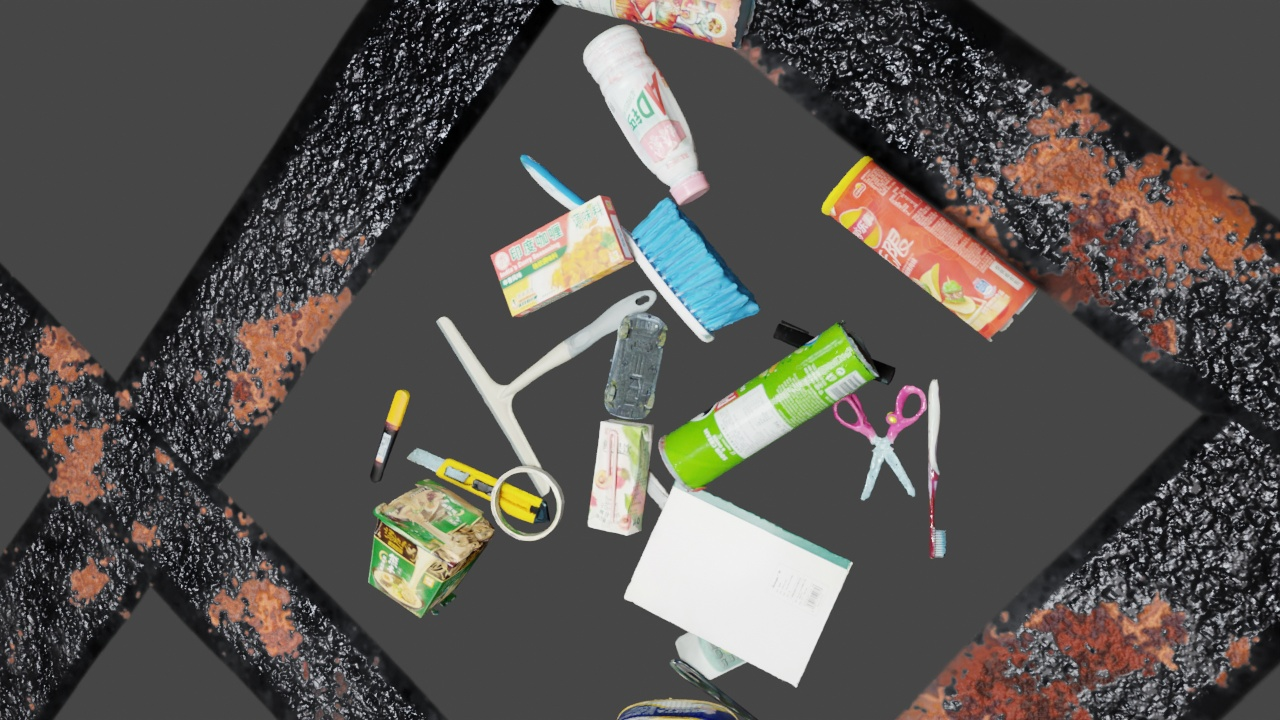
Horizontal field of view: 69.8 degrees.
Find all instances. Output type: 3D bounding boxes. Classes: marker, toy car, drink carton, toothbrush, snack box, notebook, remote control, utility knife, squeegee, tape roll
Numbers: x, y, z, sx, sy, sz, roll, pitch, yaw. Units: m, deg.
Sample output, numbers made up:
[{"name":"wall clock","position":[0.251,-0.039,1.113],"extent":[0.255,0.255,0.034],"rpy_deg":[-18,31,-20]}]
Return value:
[{"name":"marker","position":[-0.307,0.093,1.122],"extent":[0.018,0.015,0.124],"rpy_deg":[24,101,15]},{"name":"toy car","position":[-0.006,0.006,1.018],"extent":[0.054,0.037,0.121],"rpy_deg":[10,99,-10]},{"name":"marker","position":[0.205,-0.009,0.973],"extent":[0.132,0.020,0.022],"rpy_deg":[23,88,14]},{"name":"drink carton","position":[-0.022,0.129,1.021],"extent":[0.054,0.045,0.122],"rpy_deg":[9,95,23]},{"name":"toothbrush","position":[0.308,0.113,0.951],"extent":[0.017,0.016,0.187],"rpy_deg":[0,92,7]},{"name":"snack box","position":[-0.252,0.223,1.067],"extent":[0.117,0.118,0.106],"rpy_deg":[31,110,12]},{"name":"notebook","position":[0.103,0.238,0.995],"extent":[0.209,0.012,0.150],"rpy_deg":[24,95,15]},{"name":"remote control","position":[0.106,0.305,1.012],"extent":[0.135,0.019,0.056],"rpy_deg":[-31,84,14]},{"name":"utility knife","position":[-0.194,0.148,1.091],"extent":[0.197,0.015,0.033],"rpy_deg":[21,98,14]},{"name":"snack box","position":[-0.088,-0.113,1.013],"extent":[0.156,0.027,0.077],"rpy_deg":[-24,82,26]},{"name":"squeegee","position":[-0.086,-0.008,1.043],"extent":[0.247,0.039,0.246],"rpy_deg":[-33,84,14]},{"name":"tape roll","position":[-0.131,0.164,1.059],"extent":[0.086,0.014,0.086],"rpy_deg":[2,96,14]},{"name":"toothbrush","position":[0.107,0.384,1.005],"extent":[0.181,0.018,0.016],"rpy_deg":[35,109,5]}]

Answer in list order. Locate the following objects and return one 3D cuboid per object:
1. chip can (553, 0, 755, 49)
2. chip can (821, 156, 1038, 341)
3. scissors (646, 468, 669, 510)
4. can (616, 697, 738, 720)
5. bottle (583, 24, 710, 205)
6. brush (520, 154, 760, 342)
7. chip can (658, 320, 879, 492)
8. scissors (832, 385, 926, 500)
[{"name":"chip can","position":[0.013,-0.395,0.984],"extent":[0.215,0.071,0.071],"rpy_deg":[19,97,14]},{"name":"chip can","position":[0.288,-0.113,0.919],"extent":[0.216,0.073,0.073],"rpy_deg":[40,101,11]},{"name":"scissors","position":[0.027,0.171,1.032],"extent":[0.174,0.014,0.141],"rpy_deg":[14,95,15]},{"name":"can","position":[0.037,0.421,1.020],"extent":[0.148,0.049,0.074],"rpy_deg":[-5,91,15]},{"name":"bottle","position":[0.011,-0.262,0.994],"extent":[0.068,0.068,0.197],"rpy_deg":[-29,88,14]},{"name":"brush","position":[-0.006,-0.144,1.011],"extent":[0.110,0.060,0.314],"rpy_deg":[-41,79,17]},{"name":"chip can","position":[0.132,0.050,0.956],"extent":[0.236,0.072,0.072],"rpy_deg":[-35,83,20]},{"name":"scissors","position":[0.248,0.083,0.967],"extent":[0.124,0.017,0.133],"rpy_deg":[20,101,12]}]
